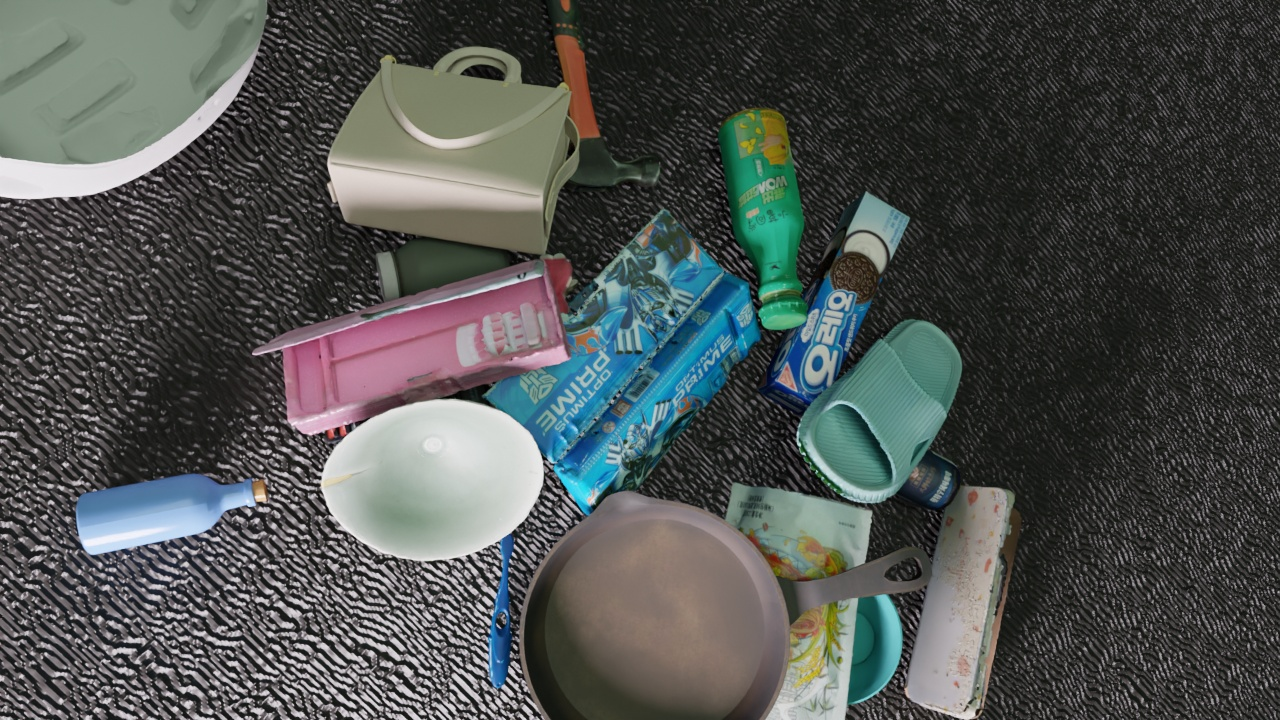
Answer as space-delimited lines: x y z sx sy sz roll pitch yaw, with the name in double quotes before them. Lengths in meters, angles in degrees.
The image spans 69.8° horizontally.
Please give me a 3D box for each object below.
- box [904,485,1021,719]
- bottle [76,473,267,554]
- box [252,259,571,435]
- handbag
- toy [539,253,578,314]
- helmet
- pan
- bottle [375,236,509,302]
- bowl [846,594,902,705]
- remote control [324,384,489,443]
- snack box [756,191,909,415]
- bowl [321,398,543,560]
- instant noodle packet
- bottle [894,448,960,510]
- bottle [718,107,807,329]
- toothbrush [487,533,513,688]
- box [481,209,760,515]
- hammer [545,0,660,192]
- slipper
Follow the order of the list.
"box" 0.326 0.238 0.900 0.107 0.095 0.216 28 73 -38
"bottle" -0.364 0.115 0.721 0.131 0.048 0.048 -10 85 -18
"box" -0.182 -0.027 0.730 0.232 0.099 0.099 -15 63 0
"handbag" -0.147 -0.201 0.792 0.194 0.101 0.197 9 58 1
"toy" -0.081 -0.044 0.830 0.050 0.066 0.102 24 69 -45
"helmet" -0.423 -0.248 0.685 0.224 0.184 0.282 43 79 -13
"pan" 0.074 0.219 0.794 0.356 0.043 0.248 -14 84 -1
"bottle" -0.172 -0.080 0.802 0.108 0.060 0.060 -11 85 -18
"bowl" 0.188 0.257 0.855 0.046 0.121 0.121 32 68 -55
"remote control" -0.205 0.035 0.797 0.140 0.021 0.045 -12 85 -13
"snack box" 0.192 -0.057 0.910 0.059 0.059 0.226 30 76 -7
"bowl" -0.172 0.083 0.769 0.174 0.067 0.174 -7 125 -10
"instant noodle packet" 0.121 0.253 0.827 0.147 0.057 0.268 8 76 17
"bottle" 0.237 0.094 0.902 0.160 0.056 0.056 28 75 -11
"bottle" 0.122 -0.134 0.880 0.068 0.068 0.209 -2 74 -17
"toothbrush" -0.120 0.216 0.799 0.021 0.016 0.132 5 83 -16
"box" 0.004 0.007 0.809 0.243 0.064 0.174 -48 124 -18
"hammer" -0.073 -0.324 0.886 0.133 0.033 0.333 -8 83 -17
"slipper" 0.246 0.033 0.862 0.116 0.070 0.275 51 49 0
